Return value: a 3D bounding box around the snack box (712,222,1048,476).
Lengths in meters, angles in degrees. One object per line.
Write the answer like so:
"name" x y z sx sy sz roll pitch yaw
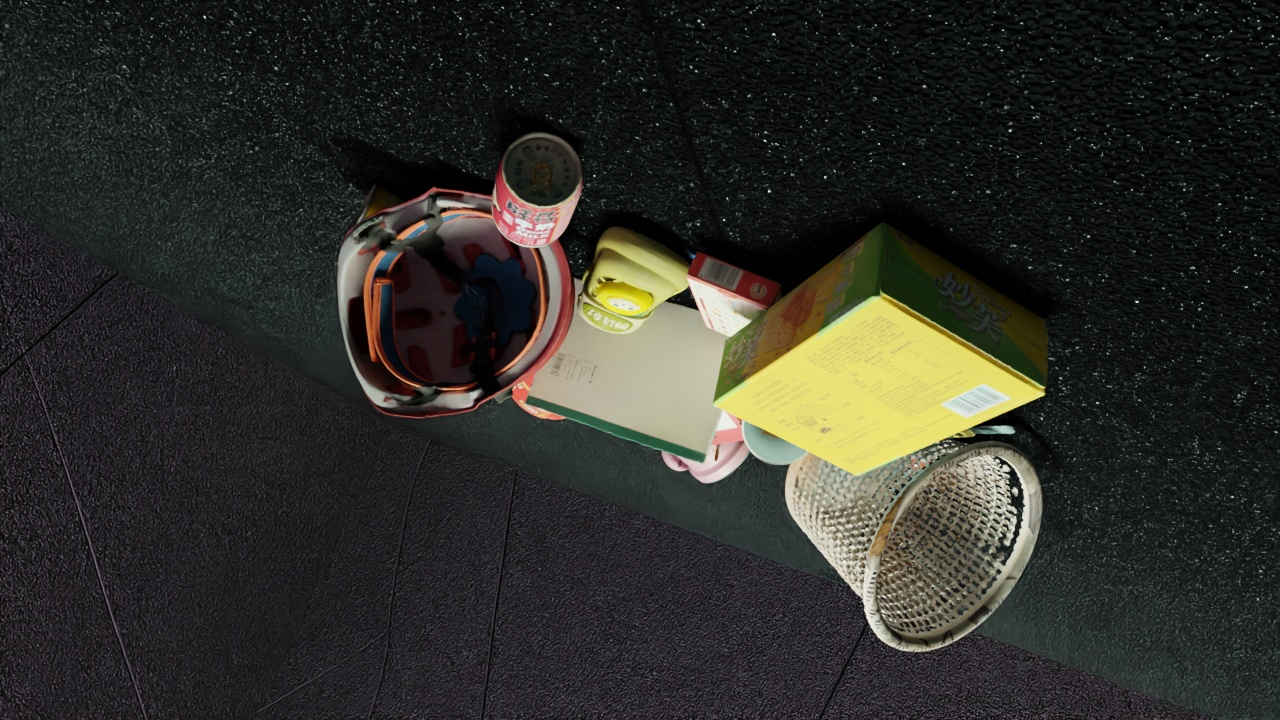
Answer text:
"snack box" 0.177 0.003 0.712 0.157 0.069 0.211 26 147 -17

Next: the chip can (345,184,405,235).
"chip can" -0.207 -0.107 0.997 0.213 0.072 0.072 28 165 -23

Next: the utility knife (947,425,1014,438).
"utility knife" 0.324 0.074 0.988 0.031 0.022 0.214 24 162 -19

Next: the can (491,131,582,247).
"can" -0.082 -0.134 0.724 0.066 0.066 0.094 24 166 -7

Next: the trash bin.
"trash bin" 0.265 0.155 0.961 0.227 0.227 0.192 32 -178 -34

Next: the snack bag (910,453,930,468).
"snack bag" 0.317 0.125 1.147 0.048 0.026 0.104 31 165 -9

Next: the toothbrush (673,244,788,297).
"toothbrush" 0.116 -0.063 0.802 0.189 0.016 0.014 25 172 1

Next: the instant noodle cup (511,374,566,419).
"instant noodle cup" -0.082 -0.008 1.061 0.138 0.137 0.109 29 154 -26

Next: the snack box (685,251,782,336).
"snack box" 0.089 -0.047 0.825 0.077 0.027 0.156 23 172 15

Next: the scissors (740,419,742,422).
"scissors" 0.092 0.042 1.106 0.134 0.017 0.135 -5 143 41

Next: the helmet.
"helmet" -0.161 -0.058 0.893 0.240 0.207 0.143 -13 180 14

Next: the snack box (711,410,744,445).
"snack box" 0.059 0.040 1.067 0.113 0.044 0.127 -14 124 43

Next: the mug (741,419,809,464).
"mug" 0.152 0.061 1.001 0.078 0.078 0.122 21 -169 5

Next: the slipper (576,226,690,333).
"slipper" -0.014 -0.062 0.862 0.091 0.081 0.191 23 169 -10

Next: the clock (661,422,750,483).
"clock" 0.086 0.100 1.229 0.060 0.117 0.159 39 158 -19

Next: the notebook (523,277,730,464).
"notebook" -0.006 0.006 0.948 0.209 0.150 0.012 17 172 21
